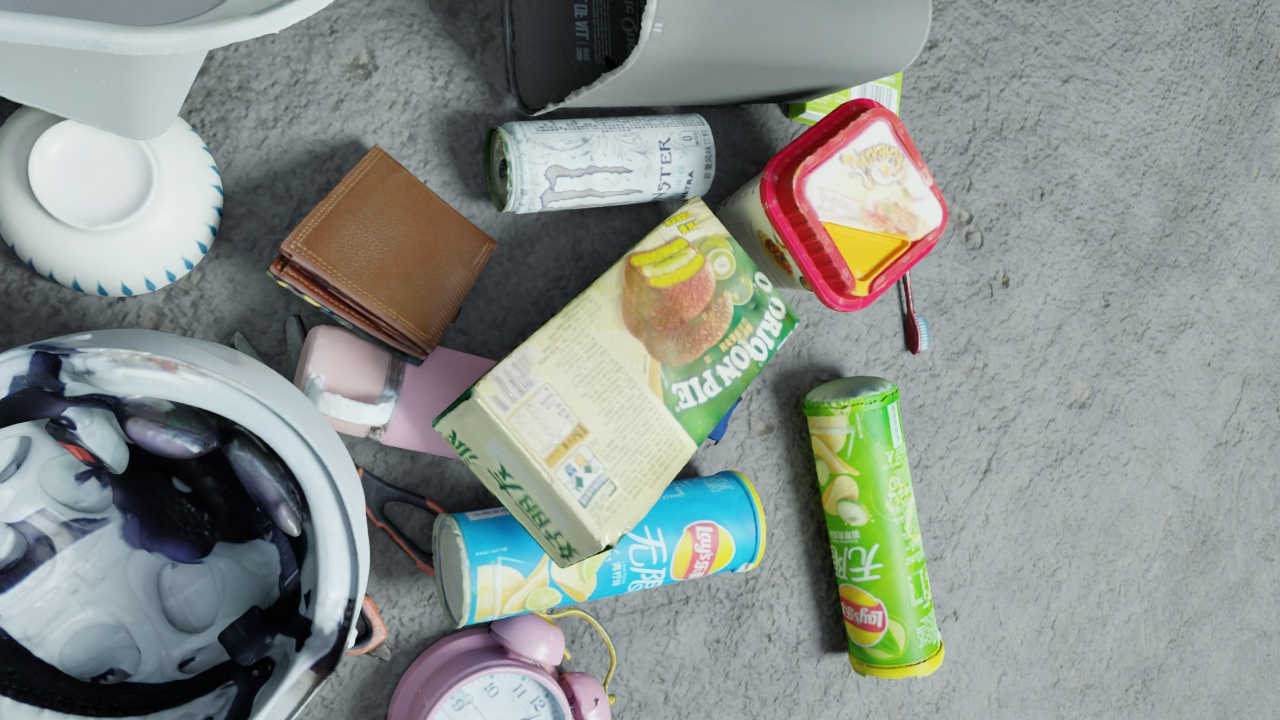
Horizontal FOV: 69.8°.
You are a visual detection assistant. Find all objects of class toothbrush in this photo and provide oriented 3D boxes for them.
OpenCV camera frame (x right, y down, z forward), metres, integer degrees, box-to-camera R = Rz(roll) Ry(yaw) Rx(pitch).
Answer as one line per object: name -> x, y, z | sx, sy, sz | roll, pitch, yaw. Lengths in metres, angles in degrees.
toothbrush -> 0.212, -0.097, 0.731 | 0.017, 0.016, 0.187 | -11, 95, -30

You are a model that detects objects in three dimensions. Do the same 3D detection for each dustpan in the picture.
dustpan -> -0.265, -0.228, 0.432 | 0.257, 0.143, 0.222 | 24, 54, -27

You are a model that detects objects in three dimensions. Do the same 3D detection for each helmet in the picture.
helmet -> -0.257, 0.093, 0.468 | 0.259, 0.145, 0.229 | -40, 103, 10

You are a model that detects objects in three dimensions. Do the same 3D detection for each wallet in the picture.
wallet -> -0.146, -0.064, 0.548 | 0.101, 0.032, 0.124 | 36, 41, -15

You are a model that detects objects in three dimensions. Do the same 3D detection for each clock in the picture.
clock -> -0.084, 0.225, 0.591 | 0.158, 0.060, 0.117 | -37, 105, -19

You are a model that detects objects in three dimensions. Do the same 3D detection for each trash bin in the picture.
trash bin -> 0.046, -0.256, 0.574 | 0.219, 0.199, 0.199 | -4, 94, -30

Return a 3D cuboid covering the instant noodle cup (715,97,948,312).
instant noodle cup -> 0.124, -0.102, 0.635 | 0.116, 0.124, 0.116 | -39, 104, -16

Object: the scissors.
scissors -> -0.180, 0.080, 0.574 | 0.213, 0.015, 0.197 | 22, 83, -20

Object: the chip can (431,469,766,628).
chip can -> -0.024, 0.120, 0.598 | 0.209, 0.071, 0.071 | -5, 93, -27

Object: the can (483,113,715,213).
can -> -0.026, -0.131, 0.609 | 0.146, 0.058, 0.058 | -9, 94, -22

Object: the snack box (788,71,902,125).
snack box -> 0.161, -0.255, 0.700 | 0.085, 0.026, 0.156 | 5, 89, -22

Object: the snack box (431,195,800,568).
snack box -> -0.003, 0.003, 0.562 | 0.114, 0.063, 0.239 | 49, 48, -6

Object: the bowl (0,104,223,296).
bowl -> -0.290, -0.094, 0.496 | 0.116, 0.066, 0.116 | 0, 91, -23

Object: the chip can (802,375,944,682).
chip can -> 0.174, 0.122, 0.689 | 0.072, 0.073, 0.221 | -13, 96, -22

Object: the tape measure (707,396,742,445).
tape measure -> 0.043, 0.025, 0.658 | 0.058, 0.025, 0.054 | 32, 77, -24

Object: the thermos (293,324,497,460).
thermos -> -0.106, 0.031, 0.558 | 0.198, 0.087, 0.067 | 16, 101, -27
